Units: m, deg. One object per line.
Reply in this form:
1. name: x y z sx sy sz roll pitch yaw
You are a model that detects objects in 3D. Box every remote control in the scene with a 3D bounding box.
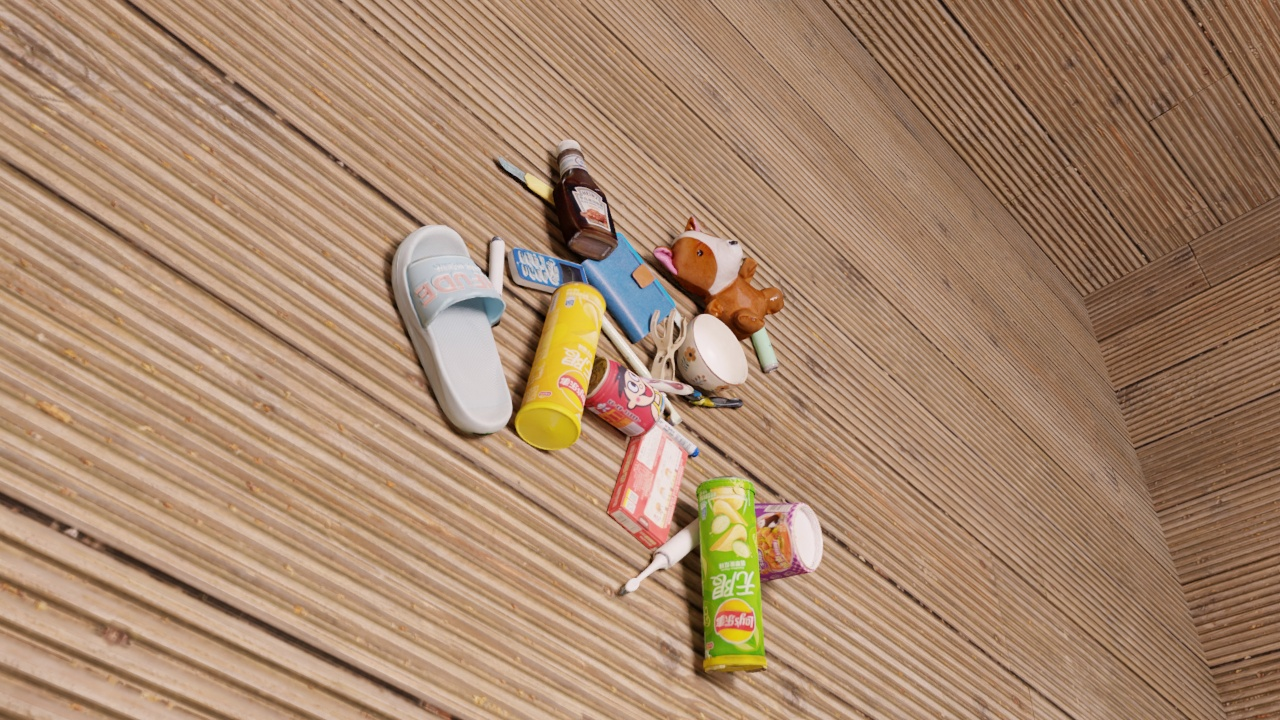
1. remote control: -0.114 -0.107 1.157 0.124 0.024 0.049 11 55 -45

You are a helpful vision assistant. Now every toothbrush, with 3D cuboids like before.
1. toothbrush: 0.177 -0.083 1.490 0.027 0.027 0.224 -4 64 -28
2. toothbrush: -0.007 0.007 1.201 0.189 0.020 0.029 53 4 -3
3. toothbrush: -0.005 0.022 1.167 0.187 0.017 0.016 12 58 -34
4. toothbrush: 0.040 0.222 1.076 0.027 0.026 0.220 50 33 11

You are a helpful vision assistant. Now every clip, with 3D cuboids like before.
1. clip: 0.041 -0.016 1.243 0.080 0.035 0.104 4 83 -60

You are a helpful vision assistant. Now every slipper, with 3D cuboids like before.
1. slipper: -0.189 -0.040 0.969 0.103 0.074 0.245 -1 65 -50

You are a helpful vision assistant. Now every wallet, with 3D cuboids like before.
1. wallet: -0.018 -0.099 1.258 0.133 0.040 0.106 53 39 -6

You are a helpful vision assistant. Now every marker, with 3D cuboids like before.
1. marker: -0.173 -0.095 1.083 0.022 0.018 0.130 19 49 -29
2. marker: 0.022 0.079 1.178 0.146 0.017 0.016 40 38 -22

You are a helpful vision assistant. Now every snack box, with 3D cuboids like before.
1. snack box: 0.011 0.146 1.104 0.075 0.026 0.152 43 37 -20

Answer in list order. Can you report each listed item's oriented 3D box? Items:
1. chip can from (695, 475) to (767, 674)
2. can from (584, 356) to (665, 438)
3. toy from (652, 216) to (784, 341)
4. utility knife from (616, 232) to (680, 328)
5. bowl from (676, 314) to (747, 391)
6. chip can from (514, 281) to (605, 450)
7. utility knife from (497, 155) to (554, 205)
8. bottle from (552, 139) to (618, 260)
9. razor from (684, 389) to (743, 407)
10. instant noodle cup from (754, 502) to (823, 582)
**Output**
1. chip can: 0.104 0.245 1.063 0.072 0.073 0.221 21 58 -40
2. can: -0.025 0.044 1.105 0.093 0.067 0.066 35 40 -27
3. toy: 0.118 -0.124 1.379 0.199 0.131 0.139 46 41 2
4. utility knife: 0.021 -0.101 1.320 0.207 0.018 0.034 51 39 -6
5. bowl: 0.091 -0.003 1.288 0.113 0.062 0.113 32 42 -33
6. chip can: -0.089 0.002 1.059 0.072 0.072 0.212 37 38 -25
7. utility knife: -0.117 -0.225 1.254 0.194 0.020 0.030 34 34 -39
8. bottle: -0.082 -0.224 1.247 0.079 0.044 0.194 16 45 -36
9. razor: 0.101 0.056 1.291 0.043 0.022 0.142 25 8 40
10. instant noodle cup: 0.166 0.225 1.142 0.111 0.099 0.111 25 59 -51
